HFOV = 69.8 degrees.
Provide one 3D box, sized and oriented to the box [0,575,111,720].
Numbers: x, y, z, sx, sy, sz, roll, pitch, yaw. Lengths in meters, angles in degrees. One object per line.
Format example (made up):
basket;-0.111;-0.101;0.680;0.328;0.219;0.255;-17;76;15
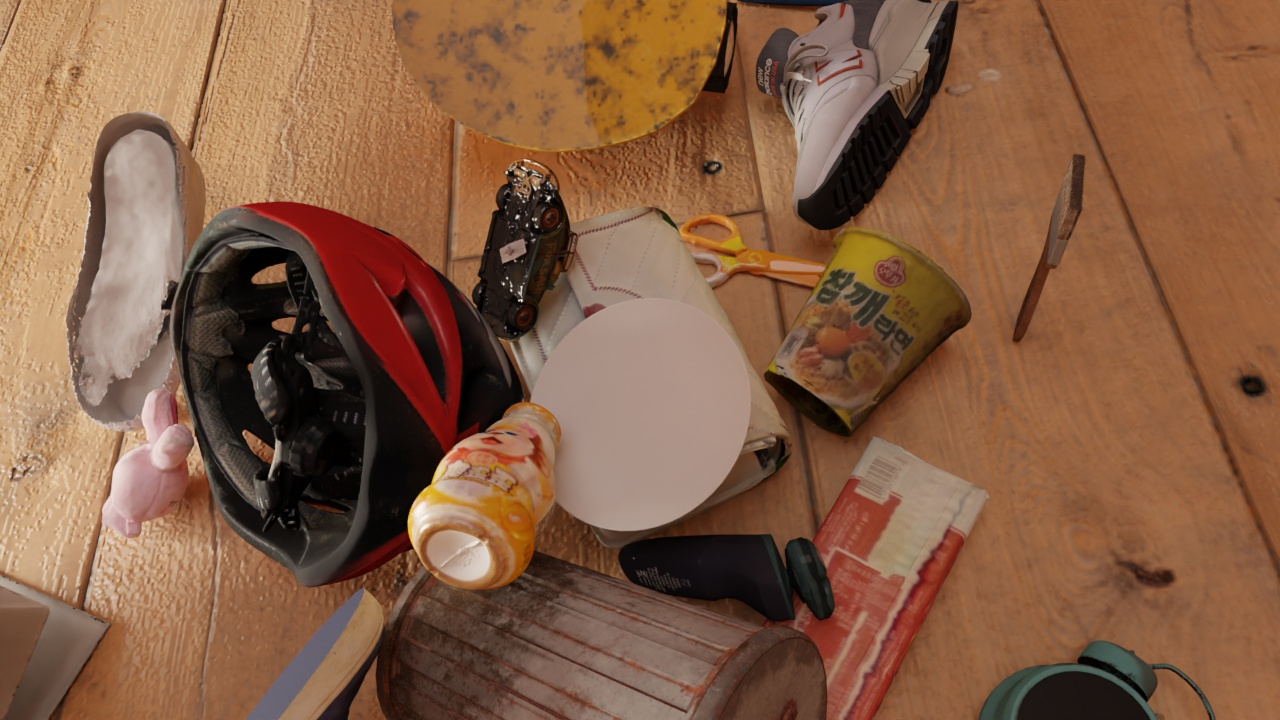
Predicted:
box;-0.449;0.276;0.699;0.169;0.404;0.171;15;65;17

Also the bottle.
bottle;-0.073;0.065;0.473;0.063;0.063;0.108;4;32;12

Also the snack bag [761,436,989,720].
snack bag;0.116;0.153;0.526;0.077;0.041;0.224;27;71;24

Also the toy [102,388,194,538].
toy;-0.336;0.075;0.635;0.110;0.047;0.063;-58;43;25

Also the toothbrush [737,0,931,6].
toothbrush;0.162;-0.308;0.784;0.168;0.014;0.014;11;98;19

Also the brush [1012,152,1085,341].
brush;0.244;-0.055;0.555;0.008;0.143;0.045;12;55;15

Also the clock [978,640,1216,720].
clock;0.236;0.194;0.471;0.124;0.053;0.090;-20;60;-4

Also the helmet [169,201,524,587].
helmet;-0.196;0.012;0.574;0.272;0.166;0.218;26;114;34

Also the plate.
plate;-0.002;0.029;0.517;0.135;0.011;0.134;-8;69;21

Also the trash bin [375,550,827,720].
trash bin;-0.016;0.171;0.456;0.211;0.131;0.130;10;62;36

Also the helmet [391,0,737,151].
helmet;-0.053;-0.260;0.731;0.255;0.131;0.205;10;94;9

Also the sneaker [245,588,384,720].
sneaker;-0.163;0.236;0.458;0.118;0.091;0.233;40;98;-13

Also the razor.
razor;0.045;0.122;0.532;0.143;0.047;0.052;-6;23;37

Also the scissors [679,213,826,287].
scissors;0.082;-0.068;0.669;0.130;0.013;0.070;20;68;22

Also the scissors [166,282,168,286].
scissors;-0.391;-0.073;0.763;0.135;0.015;0.135;-30;67;-3

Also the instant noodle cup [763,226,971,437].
instant noodle cup;0.137;-0.015;0.587;0.102;0.102;0.108;35;81;25

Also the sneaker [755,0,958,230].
sneaker;0.141;-0.199;0.696;0.124;0.089;0.239;24;60;26

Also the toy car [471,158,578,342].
toy car;-0.067;-0.067;0.569;0.047;0.047;0.112;31;111;36

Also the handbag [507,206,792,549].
handbag;-0.004;0.003;0.597;0.142;0.096;0.198;-26;59;-3

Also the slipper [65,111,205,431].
slipper;-0.386;-0.066;0.710;0.112;0.074;0.246;-7;75;15
